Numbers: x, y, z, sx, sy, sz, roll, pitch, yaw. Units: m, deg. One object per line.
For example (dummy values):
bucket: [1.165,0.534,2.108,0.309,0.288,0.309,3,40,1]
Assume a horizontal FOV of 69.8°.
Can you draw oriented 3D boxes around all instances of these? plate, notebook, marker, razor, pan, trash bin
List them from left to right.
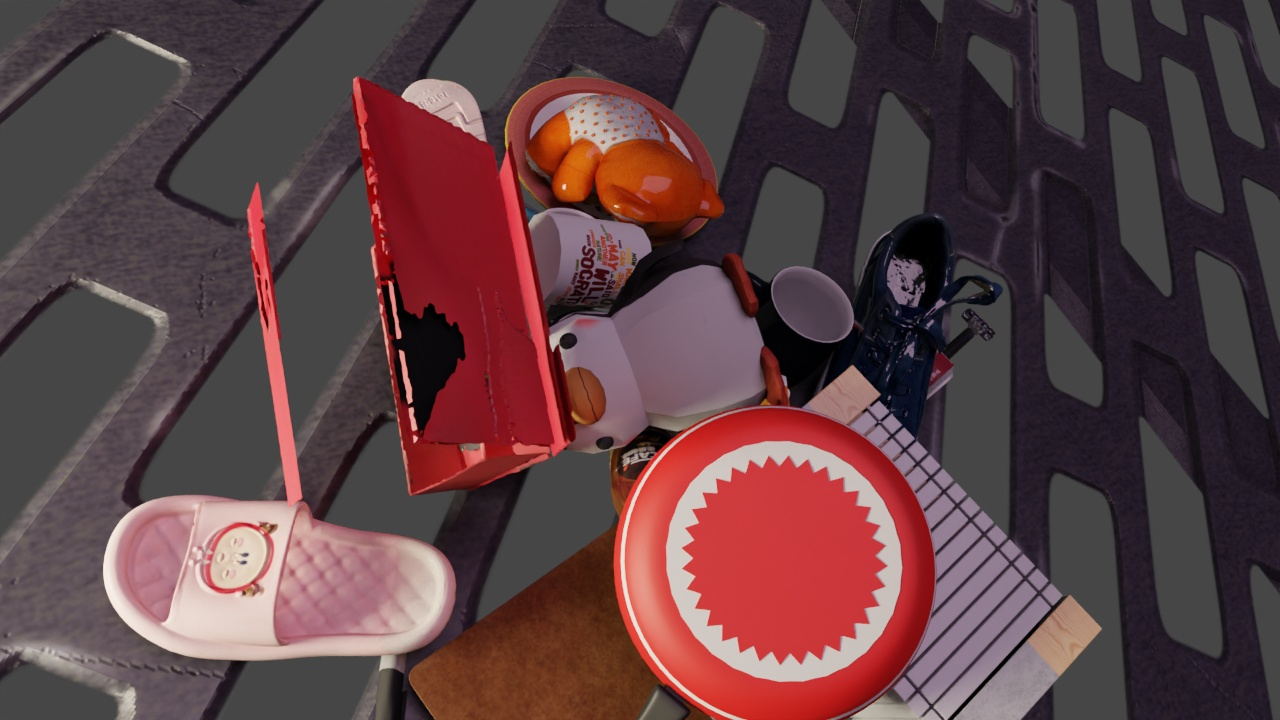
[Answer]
marker: [-0.166,0.192,0.631,0.022,0.016,0.138,35,42,-40]
notebook: [-0.028,0.229,0.660,0.224,0.024,0.167,-30,72,-35]
plate: [-0.029,-0.204,0.949,0.229,0.021,0.229,11,55,-17]
pan: [0.042,0.185,0.578,0.209,0.067,0.355,38,77,9]
trash bin: [0.174,0.160,0.694,0.142,0.143,0.247,-37,78,-18]
razor: [0.337,-0.015,0.984,0.143,0.022,0.043,-34,75,-36]

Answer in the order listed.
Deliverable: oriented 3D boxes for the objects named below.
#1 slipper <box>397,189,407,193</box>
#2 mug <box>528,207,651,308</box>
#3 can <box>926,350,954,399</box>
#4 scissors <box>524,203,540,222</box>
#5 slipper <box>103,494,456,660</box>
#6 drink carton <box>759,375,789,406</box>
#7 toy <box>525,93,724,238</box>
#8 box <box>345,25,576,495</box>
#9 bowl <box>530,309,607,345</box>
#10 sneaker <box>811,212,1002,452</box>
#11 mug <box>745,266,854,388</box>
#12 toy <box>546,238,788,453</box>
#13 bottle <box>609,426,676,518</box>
slipper: [-0.172,-0.132,0.812,0.094,0.065,0.239,-5,74,-22]
mug: [-0.052,-0.094,0.788,0.089,0.074,0.105,2,46,-34]
can: [0.254,-0.011,0.918,0.063,0.063,0.114,-32,75,-36]
scissors: [-0.073,-0.112,0.847,0.123,0.019,0.148,38,7,30]
slipper: [-0.232,0.143,0.601,0.221,0.056,0.106,11,55,-10]
drink carton: [0.078,0.031,0.811,0.122,0.040,0.058,21,51,-29]
toy: [-0.008,-0.179,0.876,0.163,0.093,0.172,-13,52,-33]
box: [-0.109,-0.038,0.595,0.121,0.319,0.211,-9,77,-16]
bowl: [-0.037,0.003,0.778,0.120,0.067,0.120,11,55,-17]
sneaker: [0.230,-0.001,0.818,0.121,0.127,0.294,16,76,5]
mug: [0.124,-0.038,0.859,0.121,0.095,0.085,42,51,7]
toy: [-0.004,0.004,0.696,0.184,0.140,0.159,-20,98,-5]
bottle: [0.007,0.107,0.694,0.059,0.060,0.165,17,28,-13]
